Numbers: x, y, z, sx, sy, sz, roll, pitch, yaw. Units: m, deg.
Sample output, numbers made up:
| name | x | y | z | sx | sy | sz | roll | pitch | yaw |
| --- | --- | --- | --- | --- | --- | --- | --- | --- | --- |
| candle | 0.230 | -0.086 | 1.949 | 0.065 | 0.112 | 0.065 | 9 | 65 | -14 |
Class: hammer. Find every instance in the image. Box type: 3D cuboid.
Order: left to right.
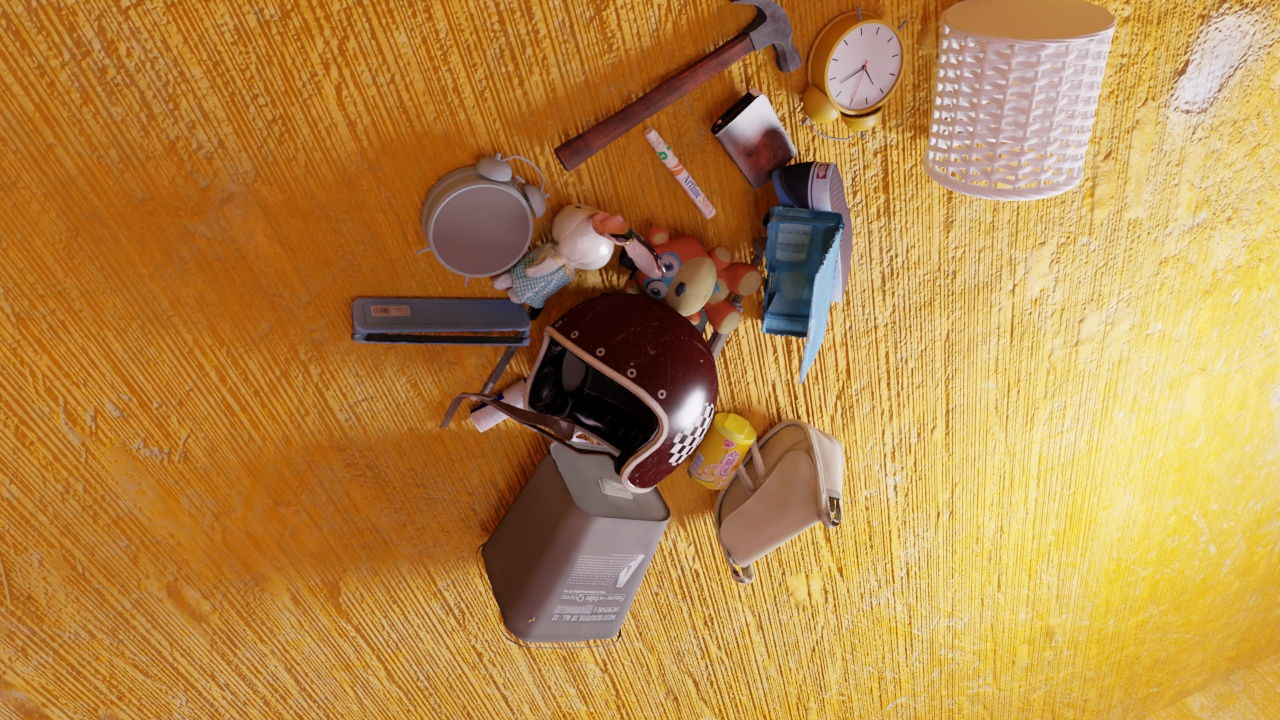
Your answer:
| name | x | y | z | sx | sy | sz | roll | pitch | yaw |
| --- | --- | --- | --- | --- | --- | --- | --- | --- | --- |
| hammer | 0.036 | -0.304 | 1.027 | 0.300 | 0.028 | 0.111 | -33 | 130 | -1 |
| hammer | 0.100 | -0.024 | 1.243 | 0.146 | 0.028 | 0.317 | -1 | 122 | -51 |

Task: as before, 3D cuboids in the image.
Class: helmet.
| name | x | y | z | sx | sy | sz | roll | pitch | yaw |
| --- | --- | --- | --- | --- | --- | --- | --- | --- | --- |
| helmet | -0.036 | 0.041 | 1.096 | 0.233 | 0.233 | 0.253 | 22 | 100 | -56 |

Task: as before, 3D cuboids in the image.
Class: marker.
| name | x | y | z | sx | sy | sz | roll | pitch | yaw |
| --- | --- | --- | --- | --- | --- | --- | --- | --- | --- |
| marker | 0.048 | -0.224 | 1.103 | 0.017 | 0.017 | 0.145 | -39 | 130 | 7 |

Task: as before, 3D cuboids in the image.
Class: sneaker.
| name | x | y | z | sx | sy | sz | roll | pitch | yaw |
| --- | --- | --- | --- | --- | --- | --- | --- | --- | --- |
| sneaker | 0.218 | -0.168 | 1.195 | 0.098 | 0.083 | 0.241 | 7 | 149 | 25 |

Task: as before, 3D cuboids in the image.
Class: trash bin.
| name | x | y | z | sx | sy | sz | roll | pitch | yaw |
| --- | --- | --- | --- | --- | --- | --- | --- | --- | --- |
| trash bin | -0.086 | 0.246 | 1.265 | 0.197 | 0.197 | 0.221 | 11 | 120 | -33 |

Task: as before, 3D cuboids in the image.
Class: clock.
| name | x | y | z | sx | sy | sz | roll | pitch | yaw |
| --- | --- | --- | --- | --- | --- | --- | --- | --- | --- |
| clock | -0.174 | -0.163 | 1.035 | 0.159 | 0.045 | 0.122 | -44 | 129 | 13 |
| clock | 0.252 | -0.336 | 1.087 | 0.113 | 0.052 | 0.152 | 4 | 118 | -25 |

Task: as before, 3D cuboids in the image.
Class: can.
| name | x | y | z | sx | sy | sz | roll | pitch | yaw |
| --- | --- | --- | --- | --- | --- | --- | --- | --- | --- |
| can | -0.177 | 0.057 | 1.201 | 0.095 | 0.032 | 0.032 | -31 | 130 | 1 |
| can | 0.120 | 0.135 | 1.361 | 0.067 | 0.067 | 0.105 | 11 | 119 | -29 |

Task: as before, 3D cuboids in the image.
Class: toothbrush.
| name | x | y | z | sx | sy | sz | roll | pitch | yaw |
| --- | --- | --- | --- | --- | --- | --- | --- | --- | --- |
| toothbrush | -0.165 | -0.013 | 1.171 | 0.012 | 0.013 | 0.168 | 20 | 117 | -33 |

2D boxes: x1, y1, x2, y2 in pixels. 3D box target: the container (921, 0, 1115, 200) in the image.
| name | x | y | z | sx | sy | sz | roll | pitch | yaw |
| --- | --- | --- | --- | --- | --- | --- | --- | --- | --- |
| container | 0.444 | -0.315 | 1.093 | 0.189 | 0.189 | 0.187 | -14 | 127 | -13 |

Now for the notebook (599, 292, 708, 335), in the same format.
| name | x | y | z | sx | sy | sz | roll | pitch | yaw |
| --- | --- | --- | --- | --- | --- | --- | --- | --- | --- |
| notebook | -0.007 | 0.007 | 1.242 | 0.169 | 0.029 | 0.209 | 2 | 121 | -25 |

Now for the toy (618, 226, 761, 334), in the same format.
| name | x | y | z | sx | sy | sz | roll | pitch | yaw |
| --- | --- | --- | --- | --- | --- | --- | --- | --- | --- |
| toy | 0.057 | -0.103 | 1.147 | 0.176 | 0.096 | 0.112 | 23 | 117 | -4 |

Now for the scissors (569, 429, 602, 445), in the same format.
| name | x | y | z | sx | sy | sz | roll | pitch | yaw |
| --- | --- | --- | --- | --- | --- | --- | --- | --- | --- |
| scissors | -0.039 | 0.126 | 1.309 | 0.179 | 0.016 | 0.109 | 7 | 137 | -28 |

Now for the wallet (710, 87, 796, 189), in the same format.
| name | x | y | z | sx | sy | sz | roll | pitch | yaw |
| --- | --- | --- | --- | --- | --- | --- | --- | --- | --- |
| wallet | 0.137 | -0.261 | 1.092 | 0.072 | 0.019 | 0.123 | -40 | 144 | 8 |

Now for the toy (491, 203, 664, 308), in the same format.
| name | x | y | z | sx | sy | sz | roll | pitch | yaw |
| --- | --- | --- | --- | --- | --- | --- | --- | --- | --- |
| toy | -0.085 | -0.125 | 1.081 | 0.206 | 0.105 | 0.131 | -20 | 154 | 23 |

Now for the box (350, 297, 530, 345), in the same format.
| name | x | y | z | sx | sy | sz | roll | pitch | yaw |
| --- | --- | --- | --- | --- | --- | --- | --- | --- | --- |
| box | -0.236 | -0.030 | 1.092 | 0.209 | 0.069 | 0.064 | -1 | 131 | -22 |

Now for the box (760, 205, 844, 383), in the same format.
| name | x | y | z | sx | sy | sz | roll | pitch | yaw |
| --- | --- | --- | --- | --- | --- | --- | --- | --- | --- |
| box | 0.197 | -0.075 | 1.161 | 0.094 | 0.109 | 0.232 | 9 | 146 | 9 |

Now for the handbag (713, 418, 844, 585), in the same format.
| name | x | y | z | sx | sy | sz | roll | pitch | yaw |
| --- | --- | --- | --- | --- | --- | --- | --- | --- | --- |
| handbag | 0.193 | 0.204 | 1.380 | 0.132 | 0.183 | 0.230 | 24 | 128 | -32 |
